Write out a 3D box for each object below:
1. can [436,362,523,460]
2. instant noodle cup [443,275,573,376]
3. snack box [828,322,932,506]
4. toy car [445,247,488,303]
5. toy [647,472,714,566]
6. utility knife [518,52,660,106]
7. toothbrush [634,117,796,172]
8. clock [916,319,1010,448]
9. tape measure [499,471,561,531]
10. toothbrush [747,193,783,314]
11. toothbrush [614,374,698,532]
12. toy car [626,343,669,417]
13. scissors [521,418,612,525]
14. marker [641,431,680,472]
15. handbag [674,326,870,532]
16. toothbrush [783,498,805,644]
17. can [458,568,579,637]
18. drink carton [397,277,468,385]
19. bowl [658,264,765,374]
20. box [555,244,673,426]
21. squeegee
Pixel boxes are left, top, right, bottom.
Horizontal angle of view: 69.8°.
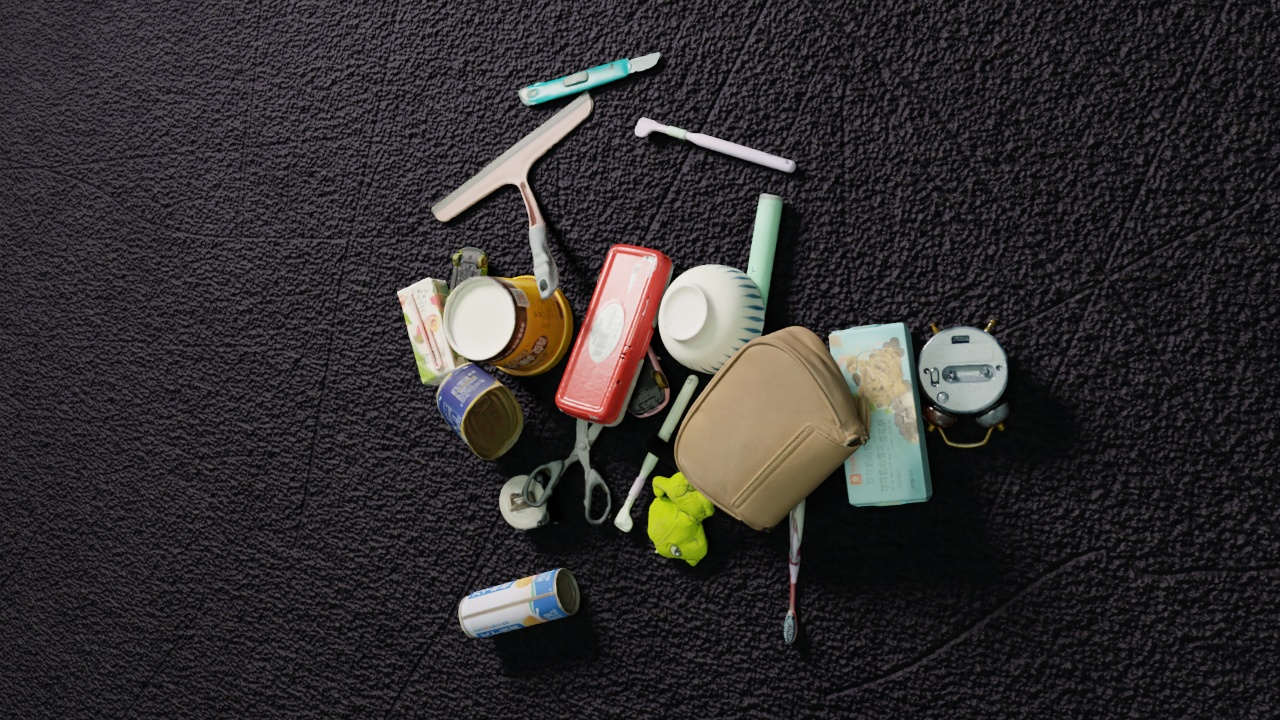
[{"bbox_3d":[-0.179,0.058,1.035,0.049,0.148,0.074,39,74,21],"label":"can"},{"bbox_3d":[-0.153,-0.043,1.042,0.119,0.114,0.118,-1,86,22],"label":"instant noodle cup"},{"bbox_3d":[0.236,0.053,0.904,0.074,0.051,0.174,-9,83,23],"label":"snack box"},{"bbox_3d":[-0.206,-0.091,1.109,0.043,0.036,0.091,9,92,24],"label":"toy car"},{"bbox_3d":[0.041,0.169,0.984,0.096,0.031,0.100,44,120,8],"label":"toy"},{"bbox_3d":[-0.063,-0.330,1.073,0.187,0.013,0.029,-9,72,22],"label":"utility knife"},{"bbox_3d":[0.081,-0.234,1.004,0.189,0.021,0.029,21,63,21],"label":"toothbrush"},{"bbox_3d":[0.308,0.023,0.874,0.082,0.055,0.122,-3,87,22],"label":"clock"},{"bbox_3d":[-0.129,0.164,1.064,0.066,0.033,0.065,-17,79,21],"label":"tape measure"},{"bbox_3d":[0.122,-0.065,0.974,0.027,0.026,0.224,10,91,39],"label":"toothbrush"},{"bbox_3d":[0.019,0.101,1.013,0.029,0.020,0.189,34,101,54],"label":"toothbrush"},{"bbox_3d":[-0.006,0.006,1.020,0.056,0.037,0.122,-29,65,12],"label":"toy car"},{"bbox_3d":[-0.066,0.104,1.034,0.177,0.014,0.159,-32,90,-2],"label":"scissors"},{"bbox_3d":[0.059,0.120,0.983,0.132,0.020,0.022,34,85,11],"label":"marker"},{"bbox_3d":[0.130,0.067,0.904,0.147,0.099,0.205,52,133,17],"label":"handbag"},{"bbox_3d":[0.158,0.199,0.948,0.016,0.017,0.187,3,89,22],"label":"toothbrush"},{"bbox_3d":[-0.140,0.279,1.051,0.135,0.053,0.053,-20,80,21],"label":"can"},{"bbox_3d":[-0.253,-0.035,1.121,0.054,0.045,0.122,-21,80,20],"label":"drink carton"},{"bbox_3d":[0.064,-0.046,0.958,0.117,0.066,0.116,-5,82,39],"label":"bowl"},{"bbox_3d":[-0.029,-0.029,1.003,0.087,0.047,0.201,14,80,28],"label":"box"},{"bbox_3d":[-0.122,-0.154,1.050,0.248,0.040,0.249,-32,50,17],"label":"squeegee"}]
